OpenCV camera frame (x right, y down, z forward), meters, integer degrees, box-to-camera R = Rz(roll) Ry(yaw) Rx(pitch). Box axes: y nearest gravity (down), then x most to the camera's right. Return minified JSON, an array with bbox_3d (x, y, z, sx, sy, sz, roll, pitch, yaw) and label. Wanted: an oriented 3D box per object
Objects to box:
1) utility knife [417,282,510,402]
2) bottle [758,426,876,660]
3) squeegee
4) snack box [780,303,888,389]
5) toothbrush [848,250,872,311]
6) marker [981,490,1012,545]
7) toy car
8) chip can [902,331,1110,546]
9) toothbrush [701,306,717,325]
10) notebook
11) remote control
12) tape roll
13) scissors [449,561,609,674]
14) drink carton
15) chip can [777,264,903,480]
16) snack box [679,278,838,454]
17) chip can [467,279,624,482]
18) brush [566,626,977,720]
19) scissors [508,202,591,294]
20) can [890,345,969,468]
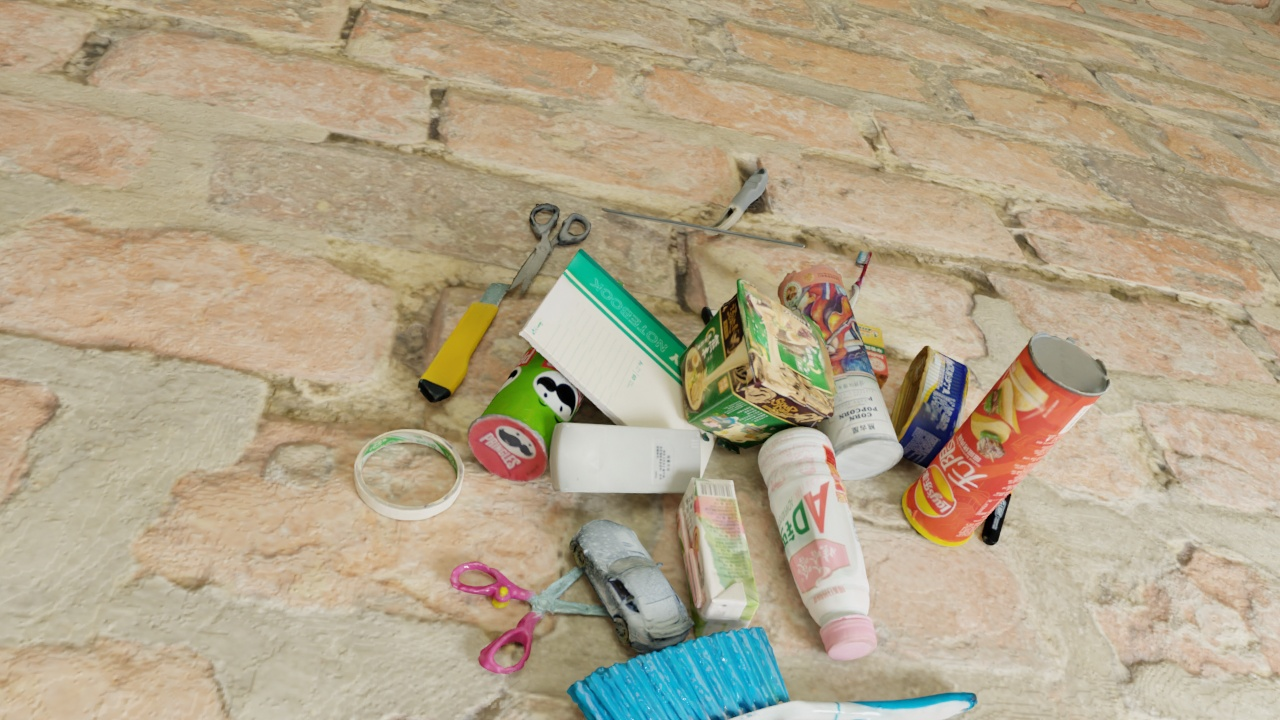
[{"bbox_3d":[-0.163,-0.022,0.874,0.033,0.015,0.196,26,39,-4],"label":"utility knife"},{"bbox_3d":[0.150,0.150,0.768,0.068,0.068,0.196,5,47,-16],"label":"bottle"},{"bbox_3d":[0.115,-0.191,1.147,0.247,0.039,0.245,13,32,20],"label":"squeegee"},{"bbox_3d":[0.187,-0.019,0.993,0.155,0.027,0.076,14,43,-6],"label":"snack box"},{"bbox_3d":[0.256,-0.087,1.102,0.017,0.016,0.187,19,40,12],"label":"toothbrush"},{"bbox_3d":[0.350,0.136,0.894,0.018,0.015,0.123,26,43,14],"label":"marker"},{"bbox_3d":[-0.007,0.169,0.703,0.054,0.037,0.120,-8,44,-37],"label":"toy car"},{"bbox_3d":[0.307,0.074,0.791,0.073,0.217,0.073,11,45,-11],"label":"chip can"},{"bbox_3d":[0.095,0.006,0.940,0.018,0.016,0.180,9,40,-25],"label":"toothbrush"},{"bbox_3d":[-0.005,0.005,0.837,0.209,0.012,0.150,43,38,-13],"label":"notebook"},{"bbox_3d":[-0.011,0.082,0.760,0.135,0.019,0.056,5,82,-28],"label":"remote control"},{"bbox_3d":[-0.186,0.091,0.741,0.085,0.014,0.085,11,41,-10],"label":"tape roll"},{"bbox_3d":[-0.077,0.186,0.679,0.133,0.017,0.123,13,38,-13],"label":"scissors"},{"bbox_3d":[0.058,0.156,0.732,0.045,0.054,0.122,7,42,-11],"label":"drink carton"},{"bbox_3d":[0.192,0.007,0.905,0.071,0.071,0.214,3,53,-18],"label":"chip can"},{"bbox_3d":[0.099,0.013,0.843,0.118,0.106,0.117,27,42,-34],"label":"snack box"},{"bbox_3d":[-0.074,0.007,0.834,0.072,0.072,0.235,23,40,5],"label":"chip can"},{"bbox_3d":[0.105,0.242,0.662,0.313,0.061,0.109,-7,52,-30],"label":"brush"},{"bbox_3d":[-0.098,-0.120,1.004,0.140,0.014,0.173,-3,43,-25],"label":"scissors"},{"bbox_3d":[0.290,0.046,0.925,0.049,0.075,0.147,27,41,5],"label":"can"}]
